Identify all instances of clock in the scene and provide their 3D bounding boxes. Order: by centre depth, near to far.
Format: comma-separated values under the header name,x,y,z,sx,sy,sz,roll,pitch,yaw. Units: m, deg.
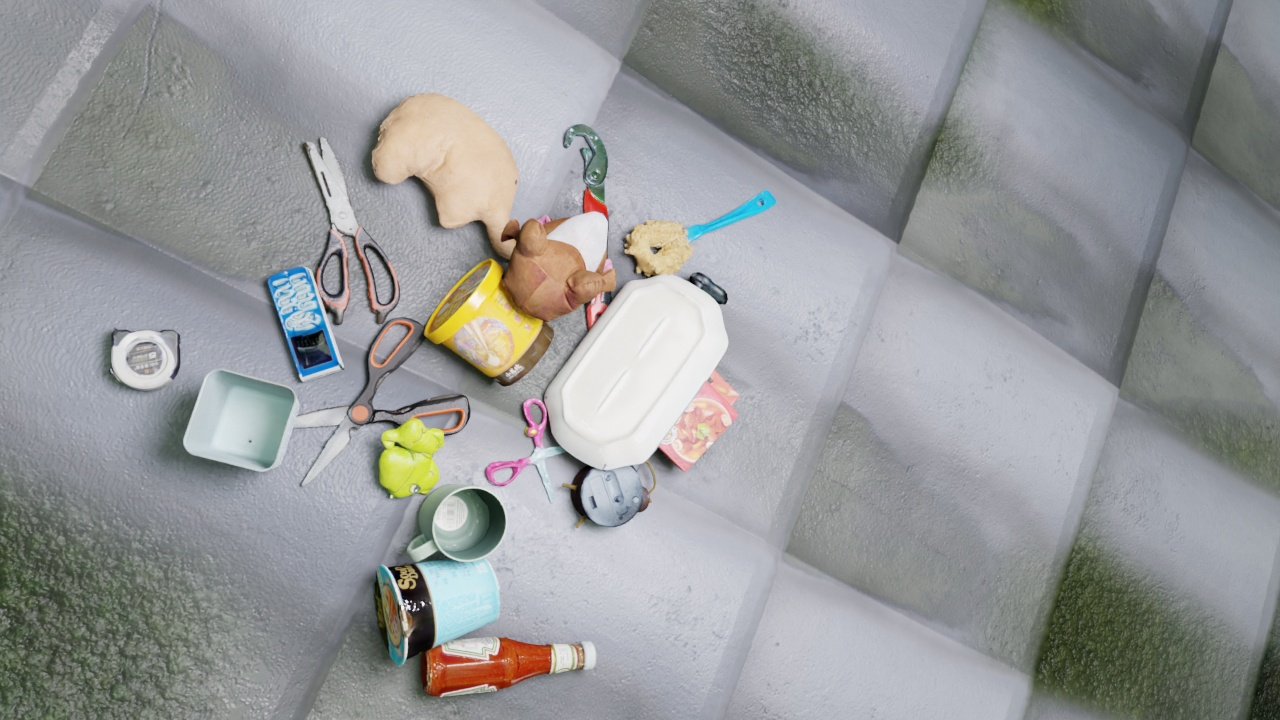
name,x,y,z,sx,sy,sz,roll,pitch,yaw
clock,-0.033,0.162,1.152,0.121,0.055,0.082,-20,93,-24

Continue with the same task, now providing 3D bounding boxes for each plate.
name,x,y,z,sx,sy,sz,roll,pitch,yaw
plate,-0.007,0.007,1.129,0.162,0.034,0.265,34,79,16

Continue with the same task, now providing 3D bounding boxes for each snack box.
name,x,y,z,sx,sy,sz,roll,pitch,yaw
snack box,0.056,0.057,1.174,0.113,0.044,0.127,44,84,-14

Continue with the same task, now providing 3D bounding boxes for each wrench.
name,x,y,z,sx,sy,sz,roll,pitch,yaw
wrench,-0.061,-0.171,1.190,0.056,0.016,0.273,-5,87,-20

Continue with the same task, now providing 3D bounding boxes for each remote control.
name,x,y,z,sx,sy,sz,roll,pitch,yaw
remote control,-0.377,-0.042,1.036,0.049,0.024,0.125,-18,92,-4

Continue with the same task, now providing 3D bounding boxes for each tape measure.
name,x,y,z,sx,sy,sz,roll,pitch,yaw
tape measure,-0.523,-0.001,0.970,0.065,0.034,0.066,2,82,-21

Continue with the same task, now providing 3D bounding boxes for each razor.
name,x,y,z,sx,sy,sz,roll,pitch,yaw
razor,0.075,-0.032,1.217,0.067,0.062,0.167,8,87,5

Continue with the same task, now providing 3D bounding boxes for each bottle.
name,x,y,z,sx,sy,sz,roll,pitch,yaw
bottle,-0.153,0.357,1.084,0.205,0.060,0.059,3,84,-23

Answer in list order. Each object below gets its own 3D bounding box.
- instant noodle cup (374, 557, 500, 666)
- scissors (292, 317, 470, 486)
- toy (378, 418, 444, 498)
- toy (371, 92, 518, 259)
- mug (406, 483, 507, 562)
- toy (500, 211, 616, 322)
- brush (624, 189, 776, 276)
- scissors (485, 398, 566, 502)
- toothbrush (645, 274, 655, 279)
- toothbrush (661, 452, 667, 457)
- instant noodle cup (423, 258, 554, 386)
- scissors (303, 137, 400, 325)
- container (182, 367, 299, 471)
name,x,y,z,sx,sy,sz,roll,pitch,yaw
instant noodle cup,-0.226,0.273,1.039,0.120,0.111,0.111,-8,88,-31
scissors,-0.308,0.047,1.067,0.220,0.022,0.227,11,80,-17
toy,-0.265,0.114,1.053,0.096,0.031,0.100,33,100,-38
toy,-0.208,-0.222,1.102,0.226,0.083,0.143,38,77,-19
mug,-0.216,0.190,1.044,0.111,0.106,0.082,-34,100,-22
toy,-0.089,-0.124,1.080,0.140,0.199,0.131,44,103,-4
brush,0.086,-0.179,1.241,0.254,0.046,0.083,-28,76,-29
scissors,-0.132,0.115,1.137,0.134,0.017,0.133,-18,96,-28
toothbrush,-0.009,-0.071,1.204,0.015,0.018,0.180,38,71,-11
toothbrush,-0.002,0.047,1.189,0.016,0.014,0.189,-29,103,-9
instant noodle cup,-0.173,-0.040,1.082,0.114,0.119,0.118,42,71,-23
scissors,-0.353,-0.147,1.064,0.205,0.015,0.198,35,74,-16
container,-0.412,0.065,0.965,0.090,0.112,0.090,17,80,-13
